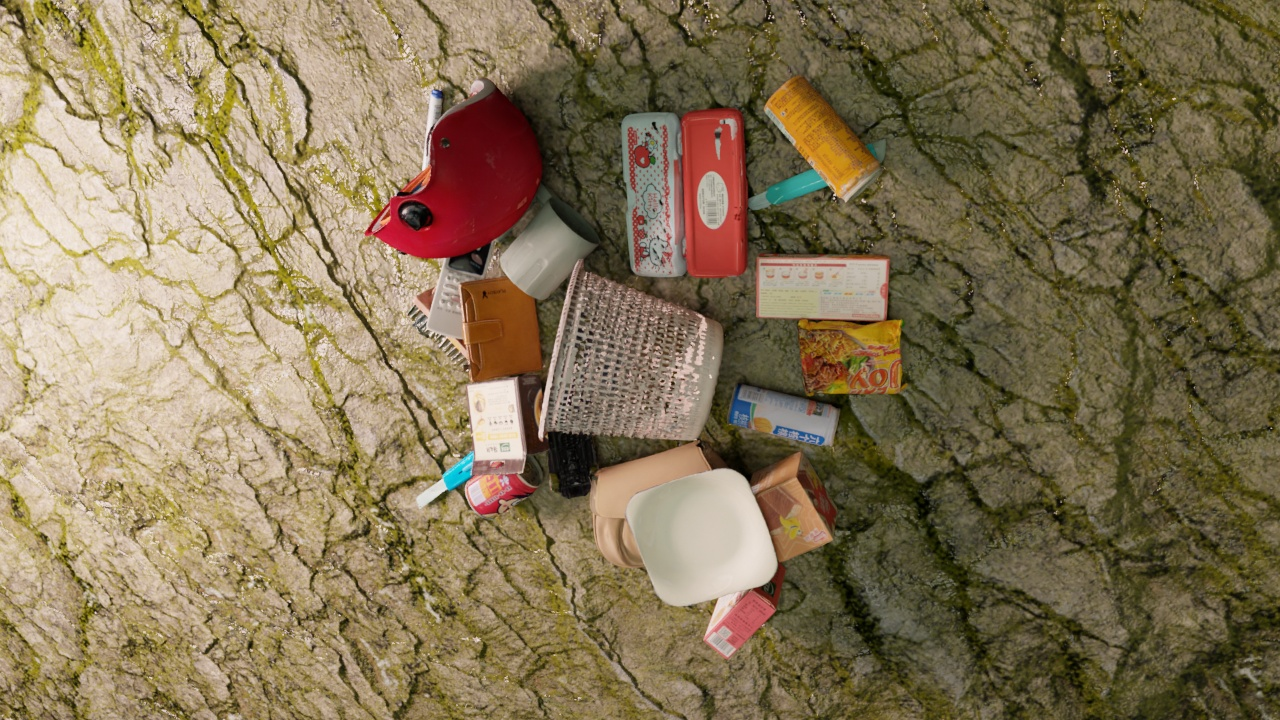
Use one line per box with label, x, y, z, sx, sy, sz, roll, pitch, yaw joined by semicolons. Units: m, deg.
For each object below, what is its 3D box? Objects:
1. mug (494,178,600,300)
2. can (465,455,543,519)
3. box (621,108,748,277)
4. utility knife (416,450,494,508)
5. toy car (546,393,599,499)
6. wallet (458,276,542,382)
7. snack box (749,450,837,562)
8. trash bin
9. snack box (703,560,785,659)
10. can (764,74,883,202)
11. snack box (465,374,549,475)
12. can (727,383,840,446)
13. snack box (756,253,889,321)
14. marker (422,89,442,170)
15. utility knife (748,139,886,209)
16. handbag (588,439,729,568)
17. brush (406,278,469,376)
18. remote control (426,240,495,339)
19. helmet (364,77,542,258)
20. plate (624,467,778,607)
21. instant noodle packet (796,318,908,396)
mug;-0.126;-0.154;1.160;0.103;0.083;0.124;-46;69;19
can;-0.190;0.172;1.283;0.094;0.066;0.066;-35;95;22
box;0.053;-0.200;1.115;0.161;0.049;0.201;2;106;19
utility knife;-0.255;0.160;1.324;0.209;0.018;0.034;-36;95;23
toy car;-0.096;0.114;1.246;0.070;0.042;0.158;-8;107;-11
wallet;-0.188;-0.042;1.195;0.035;0.118;0.131;9;108;53
snack box;0.192;0.184;1.167;0.077;0.092;0.094;-29;97;21
trash bin;-0.008;0.006;1.117;0.192;0.227;0.228;12;110;-2
snack box;0.146;0.313;1.209;0.044;0.113;0.127;39;112;3
can;0.206;-0.250;1.036;0.058;0.058;0.146;-42;84;22
snack box;-0.181;0.087;1.225;0.113;0.053;0.125;-8;90;43
can;0.180;0.069;1.156;0.135;0.053;0.053;13;110;11
snack box;0.219;-0.089;1.111;0.156;0.027;0.077;3;108;15
marker;-0.273;-0.277;1.193;0.017;0.016;0.146;16;110;10
utility knife;0.206;-0.216;1.083;0.178;0.013;0.029;-19;99;23
handbag;0.031;0.195;1.210;0.205;0.099;0.148;-18;107;14
brush;-0.240;-0.039;1.234;0.073;0.063;0.145;-42;93;20
remote control;-0.233;-0.104;1.198;0.058;0.021;0.150;14;87;-9
helmet;-0.212;-0.206;1.108;0.144;0.206;0.241;37;117;-17
plate;0.077;0.216;1.141;0.164;0.034;0.164;-18;99;13
instant noodle packet;0.257;-0.001;1.109;0.128;0.044;0.111;0;126;16
